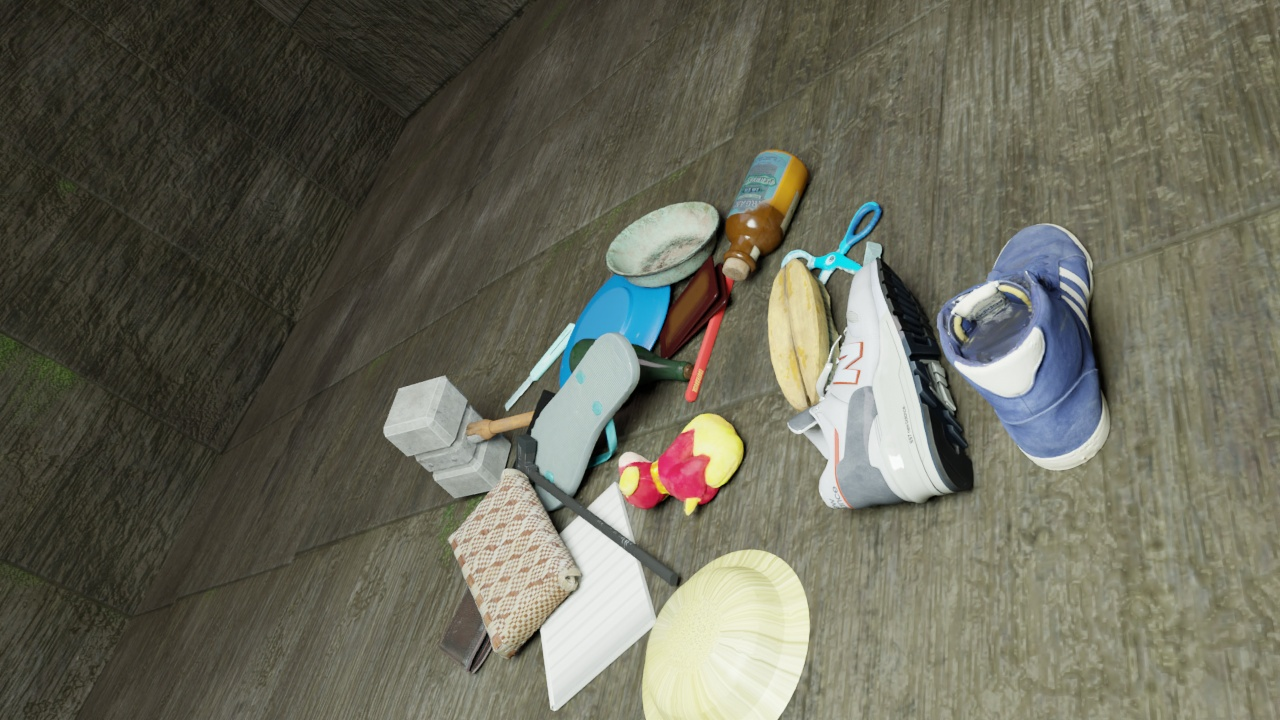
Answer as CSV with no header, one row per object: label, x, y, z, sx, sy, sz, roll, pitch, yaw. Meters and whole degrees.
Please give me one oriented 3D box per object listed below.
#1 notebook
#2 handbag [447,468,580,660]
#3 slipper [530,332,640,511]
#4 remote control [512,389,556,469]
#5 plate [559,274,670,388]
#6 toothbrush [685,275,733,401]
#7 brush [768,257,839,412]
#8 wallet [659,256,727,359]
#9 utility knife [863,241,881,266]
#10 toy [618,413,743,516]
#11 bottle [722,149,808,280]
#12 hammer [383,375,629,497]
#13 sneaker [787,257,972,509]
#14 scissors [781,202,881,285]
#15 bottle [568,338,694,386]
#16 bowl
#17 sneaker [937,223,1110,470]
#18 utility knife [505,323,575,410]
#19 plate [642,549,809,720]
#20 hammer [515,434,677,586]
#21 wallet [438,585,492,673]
notebook,-0.056,0.238,0.956,0.143,0.009,0.209,-45,29,14
handbag,-0.140,0.221,1.018,0.124,0.047,0.185,-48,43,9
slipper,-0.063,0.068,1.054,0.098,0.054,0.270,53,132,28
remote control,-0.128,0.102,1.131,0.013,0.034,0.150,-82,15,-61
plate,-0.045,-0.041,1.215,0.225,0.024,0.223,-38,35,33
toothbrush,0.089,-0.045,1.051,0.018,0.012,0.212,-17,45,48
brush,0.158,-0.025,0.887,0.059,0.043,0.195,-33,37,32
wallet,0.058,-0.061,1.095,0.116,0.018,0.091,-48,25,29
utility knife,0.205,-0.029,0.855,0.031,0.015,0.221,-6,50,32
toy,0.042,0.110,0.910,0.137,0.067,0.105,-27,39,20
bottle,0.136,-0.162,1.054,0.068,0.068,0.156,-5,54,54
hammer,-0.153,0.077,1.177,0.318,0.163,0.082,-15,44,26
sneaker,0.180,0.025,0.756,0.124,0.089,0.239,-33,37,28
scissors,0.202,-0.112,0.958,0.139,0.011,0.134,-54,28,1
bottle,-0.006,0.006,1.084,0.174,0.055,0.055,6,62,41
bowl,0.034,-0.143,1.177,0.158,0.038,0.157,-19,35,14
sneaker,0.268,-0.046,0.671,0.092,0.118,0.232,-27,38,40
utility knife,-0.144,0.011,1.340,0.166,0.015,0.022,-49,61,10
plate,0.055,0.235,0.764,0.185,0.036,0.184,-37,32,28
hammer,-0.058,0.172,0.981,0.325,0.015,0.095,23,113,54
wallet,-0.189,0.296,1.073,0.099,0.031,0.119,2,62,60
